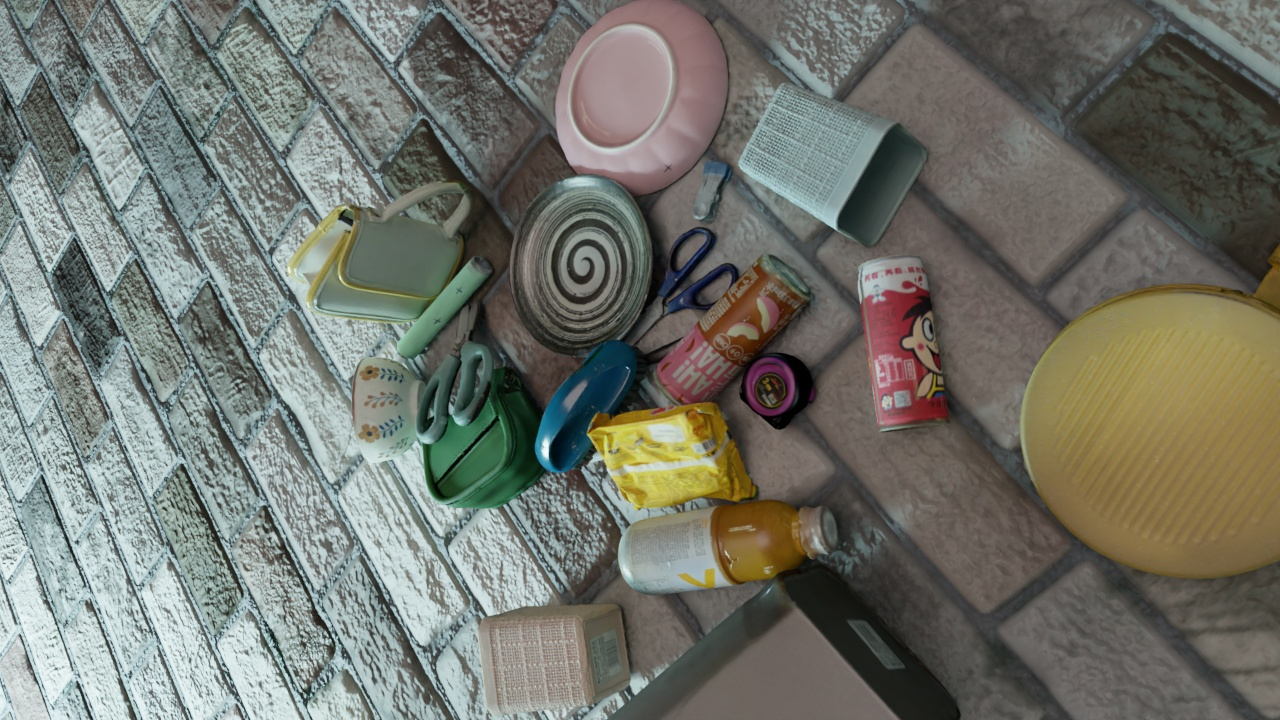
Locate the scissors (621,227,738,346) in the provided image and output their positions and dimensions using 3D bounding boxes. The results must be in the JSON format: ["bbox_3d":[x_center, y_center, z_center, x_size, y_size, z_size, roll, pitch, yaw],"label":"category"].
[{"bbox_3d":[0.015,-0.059,0.863,0.173,0.012,0.132,-9,83,32],"label":"scissors"}]

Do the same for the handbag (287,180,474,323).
[{"bbox_3d":[-0.248,-0.116,0.943,0.179,0.163,0.063,-45,67,21],"label":"handbag"}]

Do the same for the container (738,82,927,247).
[{"bbox_3d":[0.151,-0.161,0.741,0.111,0.089,0.090,36,105,31],"label":"container"}]

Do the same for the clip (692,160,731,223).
[{"bbox_3d":[0.063,-0.154,0.835,0.025,0.032,0.057,19,93,30],"label":"clip"}]

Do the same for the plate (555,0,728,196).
[{"bbox_3d":[-0.010,-0.255,0.876,0.193,0.039,0.192,-3,85,32],"label":"plate"}]

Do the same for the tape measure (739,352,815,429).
[{"bbox_3d":[0.117,0.022,0.777,0.057,0.039,0.058,40,112,28],"label":"tape measure"}]

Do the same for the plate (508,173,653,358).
[{"bbox_3d":[-0.057,-0.091,0.899,0.180,0.024,0.179,-1,88,35],"label":"plate"}]

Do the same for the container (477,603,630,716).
[{"bbox_3d":[-0.077,0.274,0.852,0.111,0.089,0.090,-14,79,28],"label":"container"}]

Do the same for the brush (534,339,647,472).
[{"bbox_3d":[-0.053,0.043,0.844,0.055,0.073,0.144,43,107,27],"label":"brush"}]

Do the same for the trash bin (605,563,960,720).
[{"bbox_3d":[0.100,0.286,0.689,0.220,0.198,0.199,-49,65,11],"label":"trash bin"}]

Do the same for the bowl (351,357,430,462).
[{"bbox_3d":[-0.262,0.051,0.983,0.062,0.113,0.113,-3,83,-1],"label":"bowl"}]

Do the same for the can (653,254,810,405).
[{"bbox_3d":[0.078,-0.022,0.793,0.147,0.057,0.058,-47,64,21],"label":"can"}]

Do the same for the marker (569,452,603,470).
[{"bbox_3d":[-0.012,0.078,0.866,0.146,0.017,0.017,-20,76,30],"label":"marker"}]

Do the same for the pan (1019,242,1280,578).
[{"bbox_3d":[0.399,-0.022,0.600,0.198,0.078,0.358,35,111,26],"label":"pan"}]

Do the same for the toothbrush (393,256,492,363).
[{"bbox_3d":[-0.240,-0.031,1.012,0.225,0.027,0.026,-44,31,22],"label":"toothbrush"}]

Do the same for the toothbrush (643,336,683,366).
[{"bbox_3d":[-0.005,0.005,0.870,0.181,0.018,0.015,-23,78,27],"label":"toothbrush"}]

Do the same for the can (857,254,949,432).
[{"bbox_3d":[0.204,-0.013,0.716,0.053,0.053,0.132,-11,80,31],"label":"can"}]

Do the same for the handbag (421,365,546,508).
[{"bbox_3d":[-0.158,0.082,0.934,0.132,0.068,0.120,-36,60,26],"label":"handbag"}]

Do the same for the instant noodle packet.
[{"bbox_3d":[0.028,0.083,0.803,0.129,0.044,0.111,-9,123,32],"label":"instant noodle packet"}]

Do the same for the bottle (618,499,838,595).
[{"bbox_3d":[0.072,0.156,0.777,0.190,0.068,0.068,-16,78,30],"label":"bottle"}]

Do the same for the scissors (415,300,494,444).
[{"bbox_3d":[-0.175,-0.001,0.935,0.143,0.019,0.179,-18,49,41],"label":"scissors"}]
